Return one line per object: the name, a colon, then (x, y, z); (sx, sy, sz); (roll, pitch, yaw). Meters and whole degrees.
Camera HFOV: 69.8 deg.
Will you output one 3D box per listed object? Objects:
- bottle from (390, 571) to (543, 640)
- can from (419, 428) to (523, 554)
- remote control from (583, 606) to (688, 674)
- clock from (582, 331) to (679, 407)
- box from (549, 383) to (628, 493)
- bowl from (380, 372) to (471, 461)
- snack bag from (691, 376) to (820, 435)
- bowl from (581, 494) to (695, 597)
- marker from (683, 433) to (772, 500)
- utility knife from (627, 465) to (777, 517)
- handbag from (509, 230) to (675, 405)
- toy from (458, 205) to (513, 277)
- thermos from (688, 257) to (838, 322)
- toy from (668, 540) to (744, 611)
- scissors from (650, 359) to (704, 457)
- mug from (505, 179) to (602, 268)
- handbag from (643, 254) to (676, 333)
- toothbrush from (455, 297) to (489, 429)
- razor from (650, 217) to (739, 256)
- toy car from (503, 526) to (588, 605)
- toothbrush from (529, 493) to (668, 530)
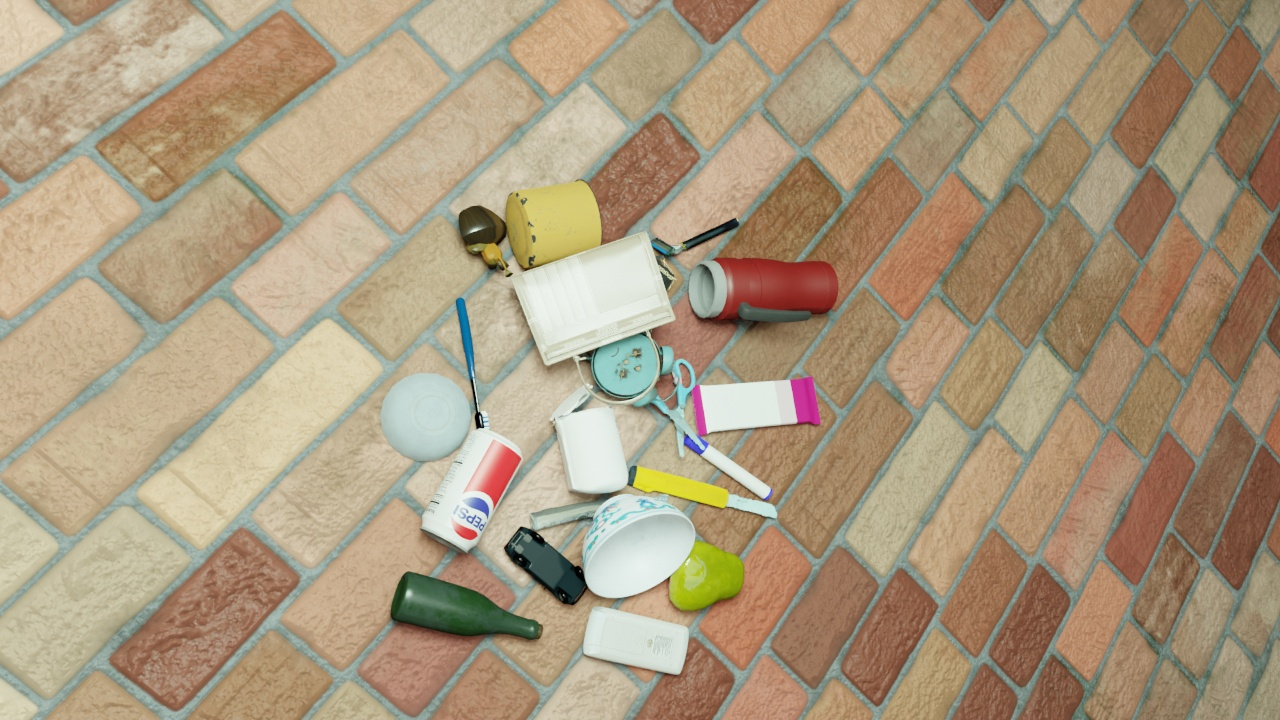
bottle: (-0.193, 0.289, 1.046); (0.174, 0.055, 0.055); (21, 72, -20)
can: (-0.195, 0.150, 1.062); (0.070, 0.070, 0.131); (33, 69, -15)
remote control: (-0.004, 0.346, 1.134); (0.138, 0.025, 0.060); (19, 73, -22)
clock: (-0.007, 0.007, 1.166); (0.124, 0.053, 0.090); (32, 98, -15)
box: (-0.068, 0.094, 1.126); (0.089, 0.080, 0.143); (-9, 82, -11)
bowl: (-0.247, 0.064, 1.072); (0.106, 0.039, 0.106); (5, 78, -23)
snack bag: (0.161, 0.062, 1.265); (0.196, 0.016, 0.070); (-4, 77, -24)
bowl: (-0.014, 0.211, 1.115); (0.143, 0.144, 0.074); (-9, 41, -25)
marker: (0.118, 0.141, 1.229); (0.141, 0.020, 0.020); (36, 68, -14)
utility knife: (0.085, 0.177, 1.209); (0.223, 0.019, 0.030); (16, 80, -15)
handbag: (-0.042, -0.038, 1.108); (0.175, 0.062, 0.197); (-20, 68, -6)
toy: (-0.187, -0.143, 1.127); (0.076, 0.063, 0.100); (-5, 63, -60)
thermos: (0.174, -0.091, 1.255); (0.198, 0.084, 0.108); (-3, 44, -26)
toy: (0.087, 0.277, 1.173); (0.110, 0.051, 0.090); (12, 78, -24)
scissors: (0.034, 0.063, 1.200); (0.111, 0.015, 0.140); (3, 65, -17)
mug: (-0.116, -0.177, 1.150); (0.094, 0.101, 0.123); (-14, 49, -24)
handbag: (-0.002, -0.092, 1.210); (0.079, 0.054, 0.128); (38, 64, -25)
toothbrush: (-0.205, 0.004, 1.115); (0.014, 0.014, 0.167); (-5, 81, -36)
razor: (0.081, -0.170, 1.272); (0.144, 0.043, 0.022); (-23, 133, -30)
toy car: (-0.112, 0.246, 1.100); (0.112, 0.034, 0.046); (43, 66, -10)
toothbrush: (-0.049, 0.184, 1.147); (0.185, 0.022, 0.024); (-7, 47, -25)
